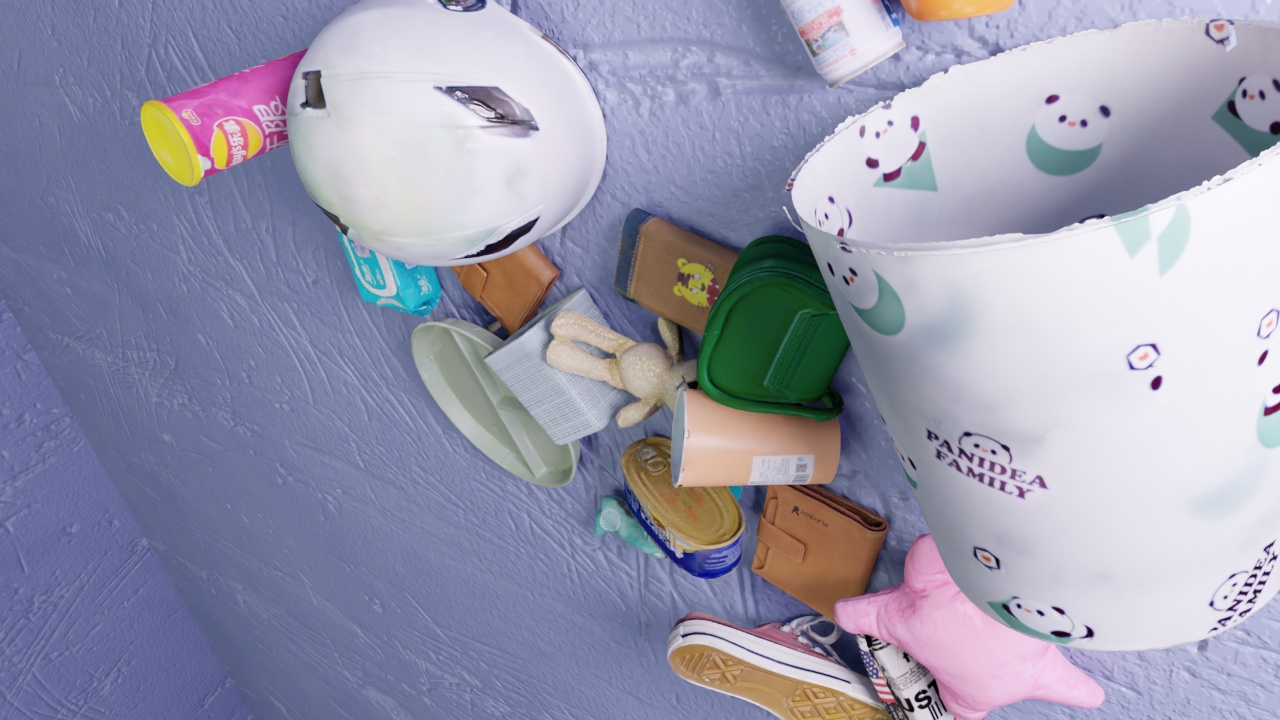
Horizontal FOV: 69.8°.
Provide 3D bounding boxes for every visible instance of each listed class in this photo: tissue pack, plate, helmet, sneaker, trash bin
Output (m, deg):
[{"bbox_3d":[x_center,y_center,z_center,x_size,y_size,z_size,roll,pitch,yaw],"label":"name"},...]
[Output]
[{"bbox_3d":[-0.269,-0.111,0.972,0.093,0.050,0.133,11,128,37],"label":"tissue pack"},{"bbox_3d":[-0.152,0.044,0.976,0.230,0.027,0.231,30,146,23],"label":"plate"},{"bbox_3d":[-0.172,-0.168,0.724,0.259,0.145,0.229,17,129,18],"label":"helmet"},{"bbox_3d":[0.142,0.285,0.867,0.241,0.087,0.119,23,127,-3],"label":"sneaker"},{"bbox_3d":[0.220,-0.007,0.468,0.230,0.228,0.252,3,128,42],"label":"trash bin"}]

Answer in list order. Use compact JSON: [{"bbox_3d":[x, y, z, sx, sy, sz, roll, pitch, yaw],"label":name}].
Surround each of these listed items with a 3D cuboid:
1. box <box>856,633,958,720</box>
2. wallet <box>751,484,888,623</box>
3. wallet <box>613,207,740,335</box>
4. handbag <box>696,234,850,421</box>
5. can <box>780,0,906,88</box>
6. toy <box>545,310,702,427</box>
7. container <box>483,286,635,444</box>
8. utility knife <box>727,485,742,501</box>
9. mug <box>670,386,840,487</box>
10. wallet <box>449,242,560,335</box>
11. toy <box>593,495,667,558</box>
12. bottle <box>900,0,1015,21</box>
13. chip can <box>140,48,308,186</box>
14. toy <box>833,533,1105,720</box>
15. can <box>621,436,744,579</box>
[{"bbox_3d":[0.229,0.282,0.799,0.082,0.075,0.163,-4,120,58],"label":"box"},{"bbox_3d":[0.153,0.165,0.806,0.108,0.031,0.132,27,134,24],"label":"wallet"},{"bbox_3d":[0.036,-0.064,0.736,0.115,0.033,0.090,27,135,21],"label":"wallet"},{"bbox_3d":[0.108,-0.018,0.660,0.120,0.067,0.132,21,131,5],"label":"handbag"},{"bbox_3d":[0.100,-0.228,0.525,0.053,0.053,0.134,-18,107,49],"label":"can"},{"bbox_3d":[-0.005,0.004,0.771,0.157,0.105,0.066,21,175,3],"label":"toy"},{"bbox_3d":[-0.067,0.009,0.846,0.090,0.089,0.111,-25,104,51],"label":"container"},{"bbox_3d":[0.076,0.147,0.878,0.029,0.013,0.158,35,141,22],"label":"utility knife"},{"bbox_3d":[0.089,0.063,0.714,0.123,0.078,0.078,4,132,-3],"label":"mug"},{"bbox_3d":[-0.145,-0.096,0.884,0.130,0.035,0.119,46,135,6],"label":"wallet"},{"bbox_3d":[-0.004,0.171,0.962,0.092,0.030,0.097,29,129,17],"label":"toy"},{"bbox_3d":[0.158,-0.249,0.453,0.067,0.066,0.150,11,120,38],"label":"bottle"},{"bbox_3d":[-0.316,-0.225,0.800,0.071,0.209,0.071,26,136,28],"label":"chip can"},{"bbox_3d":[0.266,0.206,0.697,0.194,0.074,0.179,38,126,-3],"label":"toy"},{"bbox_3d":[0.037,0.133,0.839,0.148,0.074,0.049,44,148,41],"label":"can"}]
